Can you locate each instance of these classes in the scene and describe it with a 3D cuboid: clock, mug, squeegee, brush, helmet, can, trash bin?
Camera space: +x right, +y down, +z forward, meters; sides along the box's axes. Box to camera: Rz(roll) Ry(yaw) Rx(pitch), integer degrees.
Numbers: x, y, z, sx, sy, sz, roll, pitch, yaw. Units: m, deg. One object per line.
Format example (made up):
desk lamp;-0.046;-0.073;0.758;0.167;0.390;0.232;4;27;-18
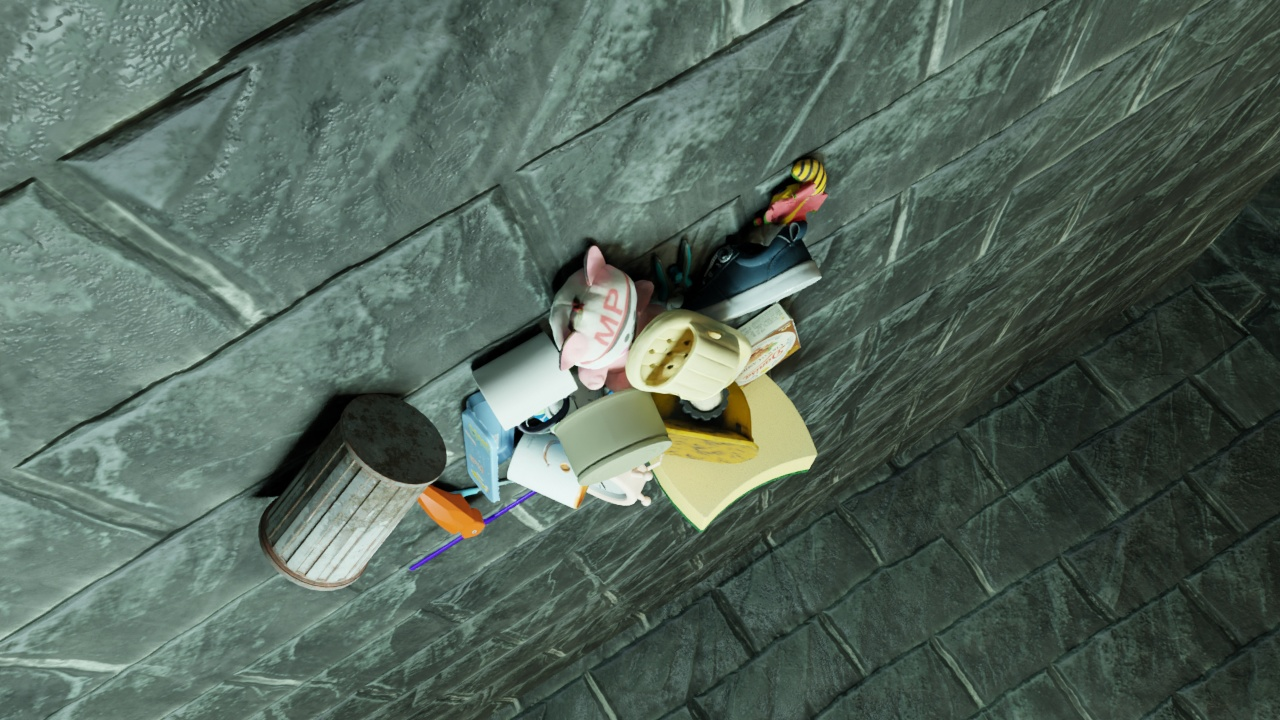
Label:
clock;-0.054;0.153;1.372;0.131;0.160;0.086;91;18;-63
mug;-0.128;0.036;1.076;0.097;0.078;0.112;-30;123;-7
squeegee;-0.264;0.213;1.292;0.249;0.055;0.185;-32;142;3
brush;0.143;0.141;1.521;0.249;0.195;0.075;-27;157;-15
mug;-0.119;0.147;1.266;0.082;0.105;0.082;25;87;-85
helmet;0.077;0.068;1.348;0.205;0.131;0.256;9;166;-2
clock;-0.096;0.046;1.163;0.119;0.042;0.094;-45;126;0
can;-0.032;0.093;1.114;0.127;0.073;0.128;-23;166;-7
trash bin;-0.321;0.151;1.013;0.212;0.130;0.130;-47;154;27

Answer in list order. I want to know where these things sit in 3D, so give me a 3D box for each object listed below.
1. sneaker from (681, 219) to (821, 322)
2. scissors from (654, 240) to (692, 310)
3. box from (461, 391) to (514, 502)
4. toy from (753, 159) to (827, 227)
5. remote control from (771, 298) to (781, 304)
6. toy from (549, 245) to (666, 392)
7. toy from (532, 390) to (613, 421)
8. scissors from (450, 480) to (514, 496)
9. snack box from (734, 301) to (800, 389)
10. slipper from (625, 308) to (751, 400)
sneaker;0.123;-0.102;1.156;0.236;0.087;0.089;-24;177;44
scissors;0.044;-0.102;1.129;0.130;0.019;0.150;-4;143;-49
box;-0.187;0.115;1.187;0.072;0.079;0.211;-21;155;-20
toy;0.187;-0.194;1.105;0.084;0.046;0.104;2;136;-33
remote control;0.175;-0.103;1.306;0.033;0.015;0.146;-43;156;21
toy;-0.041;-0.038;1.049;0.142;0.084;0.213;-64;161;-2
toy;-0.073;0.066;1.257;0.113;0.071;0.176;-34;161;31
scissors;-0.241;0.189;1.347;0.119;0.015;0.139;-29;152;-8
snack box;0.179;-0.016;1.453;0.143;0.041;0.147;-35;157;3
slipper;0.077;0.009;1.108;0.111;0.079;0.261;-53;154;16
